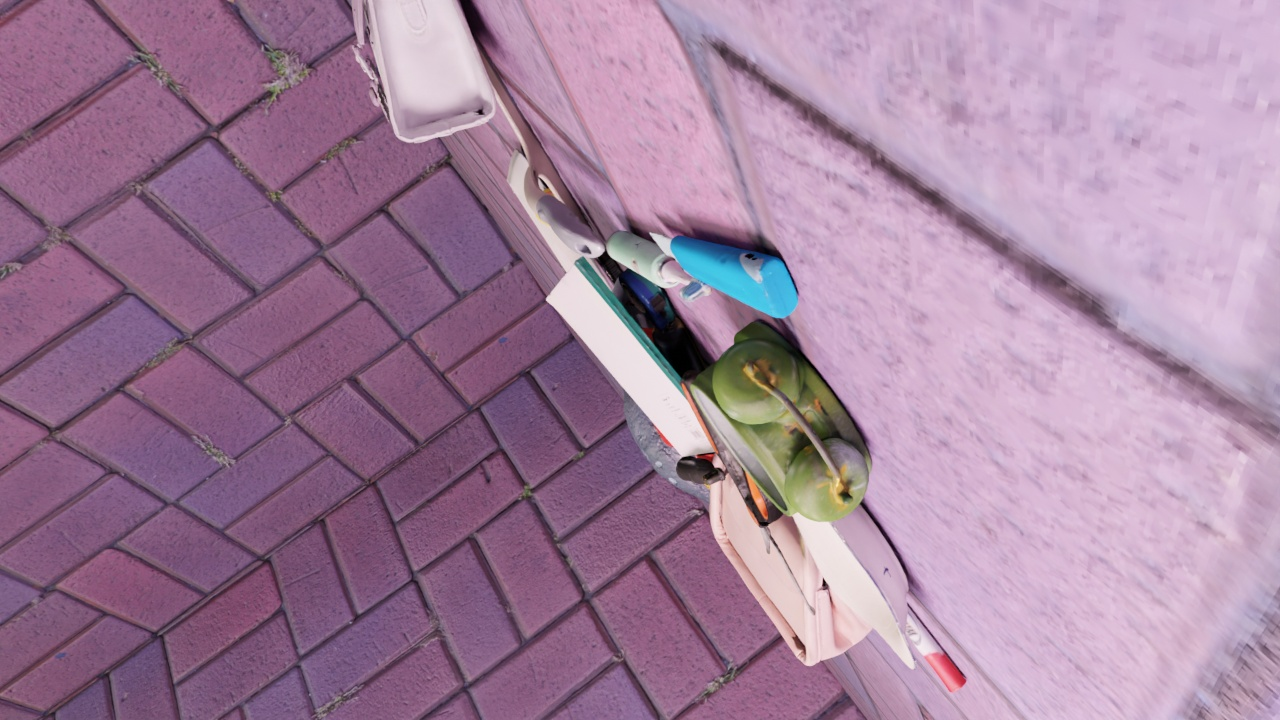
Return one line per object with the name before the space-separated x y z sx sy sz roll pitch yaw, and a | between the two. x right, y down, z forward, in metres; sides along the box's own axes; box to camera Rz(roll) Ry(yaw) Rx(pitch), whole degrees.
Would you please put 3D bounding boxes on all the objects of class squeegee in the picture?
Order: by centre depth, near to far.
squeegee | -0.077 -0.138 0.794 0.246 0.039 0.246 58 -178 -35

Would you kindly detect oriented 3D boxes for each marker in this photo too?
marker | 0.206 0.199 0.734 0.145 0.017 0.017 53 176 14

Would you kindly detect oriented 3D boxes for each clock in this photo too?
clock | 0.083 0.038 0.541 0.116 0.056 0.161 53 175 -1

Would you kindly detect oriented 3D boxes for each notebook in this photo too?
notebook | -0.005 0.005 0.844 0.209 0.012 0.150 50 163 -3

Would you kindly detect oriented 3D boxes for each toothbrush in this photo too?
toothbrush | 0.012 -0.069 0.662 0.026 0.027 0.224 61 174 -20
toothbrush | 0.056 0.103 0.846 0.213 0.027 0.026 125 121 -84
toothbrush | -0.068 -0.158 0.957 0.189 0.016 0.014 58 -176 -19

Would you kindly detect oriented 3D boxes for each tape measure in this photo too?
tape measure | 0.005 -0.060 0.819 0.058 0.025 0.054 46 170 34

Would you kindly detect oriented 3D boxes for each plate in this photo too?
plate | 0.149 0.132 0.679 0.164 0.034 0.163 58 175 -15
plate | -0.086 -0.132 1.073 0.265 0.034 0.162 56 180 19

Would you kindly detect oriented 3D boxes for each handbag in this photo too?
handbag | -0.195 -0.271 0.781 0.197 0.098 0.145 -131 26 -64
handbag | 0.133 0.154 0.859 0.193 0.093 0.234 51 167 44

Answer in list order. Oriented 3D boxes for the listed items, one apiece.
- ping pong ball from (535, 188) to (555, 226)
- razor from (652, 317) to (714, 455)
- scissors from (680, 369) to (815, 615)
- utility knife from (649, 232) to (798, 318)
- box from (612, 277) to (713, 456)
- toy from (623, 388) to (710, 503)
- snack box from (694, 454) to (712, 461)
ping pong ball | -0.093 -0.163 0.975 0.040 0.040 0.040 54 176 5
razor | 0.051 0.025 0.882 0.067 0.062 0.167 -83 -25 -46
scissors | 0.089 0.101 0.727 0.230 0.021 0.221 60 175 14
utility knife | 0.038 -0.057 0.526 0.034 0.018 0.209 56 174 -20
box | 0.031 0.006 0.990 0.113 0.099 0.201 10 149 30
toy | 0.048 0.102 1.307 0.356 0.092 0.137 54 -156 21
snack box | 0.118 0.150 1.121 0.127 0.044 0.113 55 176 -32
